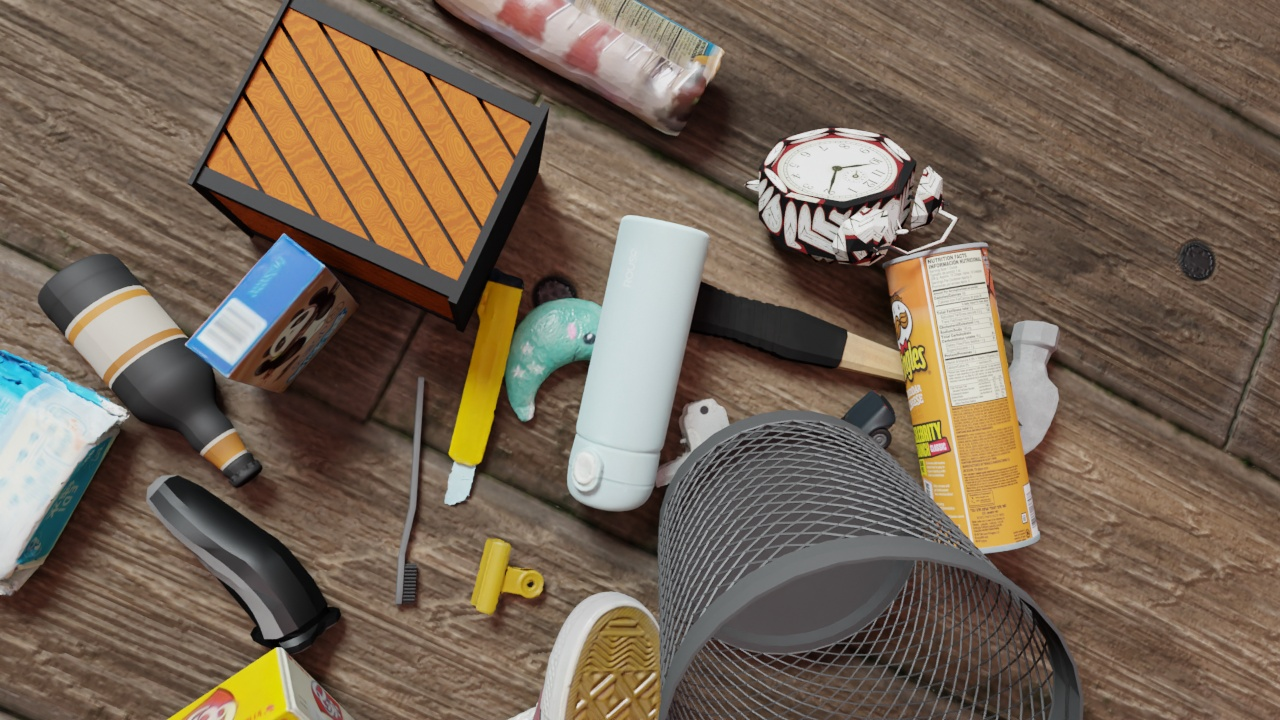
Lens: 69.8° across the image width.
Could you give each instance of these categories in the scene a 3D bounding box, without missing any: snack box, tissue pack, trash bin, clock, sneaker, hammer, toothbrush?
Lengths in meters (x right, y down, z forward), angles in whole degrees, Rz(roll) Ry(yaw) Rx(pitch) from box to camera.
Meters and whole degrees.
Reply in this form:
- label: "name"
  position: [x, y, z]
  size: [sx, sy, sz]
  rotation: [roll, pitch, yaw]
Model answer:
- label: "snack box"
  position: [-0.299, 0.297, 0.586]
  size: [0.230, 0.061, 0.110]
  rotation: [-33, 126, -10]
- label: "tissue pack"
  position: [-0.420, 0.073, 0.613]
  size: [0.093, 0.062, 0.144]
  rotation: [30, 84, -7]
- label: "trash bin"
  position: [0.112, 0.160, 0.574]
  size: [0.218, 0.227, 0.218]
  rotation: [-1, 109, -3]
- label: "clock"
  position: [0.161, -0.113, 0.690]
  size: [0.114, 0.065, 0.155]
  rotation: [-33, 49, -26]
- label: "snack box"
  position: [-0.236, -0.025, 0.604]
  size: [0.034, 0.151, 0.087]
  rotation: [39, 80, -4]
- label: "sneaker"
  position: [-0.048, 0.262, 0.642]
  size: [0.118, 0.088, 0.241]
  rotation: [5, 105, -32]
- label: "hammer"
  position: [0.171, -0.004, 0.725]
  size: [0.328, 0.039, 0.131]
  rotation: [16, 84, -7]
- label: "toothbrush"
  position: [-0.168, 0.095, 0.675]
  size: [0.013, 0.013, 0.167]
  rotation: [4, 84, -17]
- label: "trash bin"
  position: [-0.174, -0.126, 0.629]
  size: [0.172, 0.140, 0.139]
  rotation: [24, 81, -6]

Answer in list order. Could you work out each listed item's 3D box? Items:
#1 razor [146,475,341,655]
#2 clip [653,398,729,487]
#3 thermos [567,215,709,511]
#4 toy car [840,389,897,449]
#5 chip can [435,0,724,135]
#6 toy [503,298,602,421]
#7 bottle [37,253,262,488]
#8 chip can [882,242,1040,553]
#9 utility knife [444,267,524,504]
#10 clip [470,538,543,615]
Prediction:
- label: "razor"
  position: [-0.279, 0.137, 0.636]
  size: [0.060, 0.057, 0.156]
  rotation: [-37, 92, 22]
- label: "clip"
  position: [0.053, 0.058, 0.699]
  size: [0.101, 0.050, 0.058]
  rotation: [-16, 100, -11]
- label: "thermos"
  position: [-0.004, 0.004, 0.659]
  size: [0.065, 0.077, 0.207]
  rotation: [15, 96, 28]
- label: "toy car"
  position: [0.148, 0.072, 0.692]
  size: [0.034, 0.046, 0.112]
  rotation: [34, 106, -13]
- label: "chip can"
  position: [-0.053, -0.255, 0.694]
  size: [0.229, 0.080, 0.079]
  rotation: [27, 81, -5]
- label: "toy"
  position: [-0.053, -0.005, 0.694]
  size: [0.105, 0.033, 0.085]
  rotation: [-13, 98, -11]
- label: "bottle"
  position: [-0.329, 0.013, 0.633]
  size: [0.059, 0.059, 0.181]
  rotation: [-40, 92, -10]
- label: "chip can"
  position: [0.235, 0.027, 0.674]
  size: [0.075, 0.075, 0.215]
  rotation: [-9, 88, -10]
- label: "utility knife"
  position: [-0.119, 0.021, 0.677]
  size: [0.030, 0.017, 0.179]
  rotation: [14, 90, 6]
- label: "clip"
  position: [-0.097, 0.160, 0.672]
  size: [0.049, 0.045, 0.054]
  rotation: [11, 81, 17]
